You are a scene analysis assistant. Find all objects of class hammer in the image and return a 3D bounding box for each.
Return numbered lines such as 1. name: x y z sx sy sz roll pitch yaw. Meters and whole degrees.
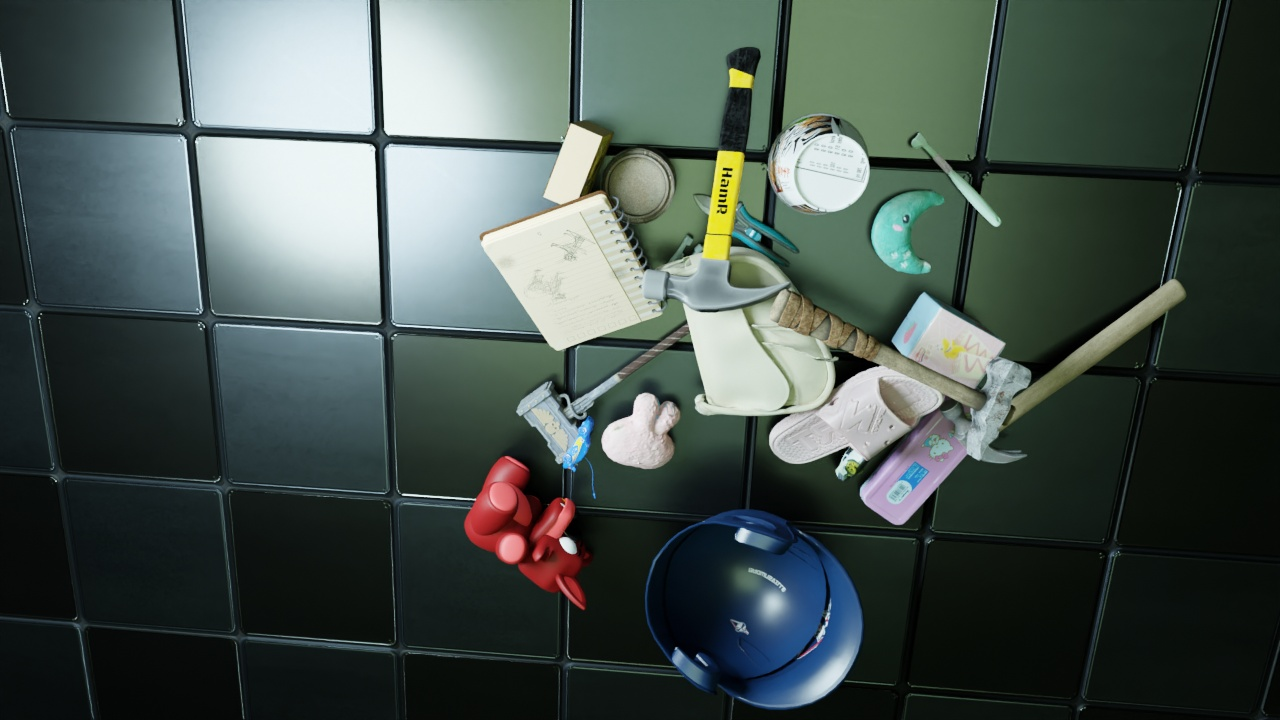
1. hammer: 0.107 -0.214 1.081 0.170 0.034 0.324 7 83 12
2. hammer: 0.542 0.008 1.160 0.331 0.030 0.119 -38 105 4
3. hammer: -0.008 0.008 1.213 0.322 0.044 0.098 -35 101 11
4. hammer: 0.295 0.002 1.063 0.318 0.049 0.121 25 97 -9

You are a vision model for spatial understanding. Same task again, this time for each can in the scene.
1. can: -0.002 -0.216 1.125 0.090 0.074 0.090 1 107 4

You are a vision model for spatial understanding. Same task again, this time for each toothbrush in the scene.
1. toothbrush: 0.389 -0.220 1.125 0.155 0.015 0.022 43 74 -9

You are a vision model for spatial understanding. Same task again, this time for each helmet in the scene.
1. helmet: 0.156 0.318 1.190 0.272 0.223 0.232 28 93 26

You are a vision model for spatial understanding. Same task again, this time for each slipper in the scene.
1. slipper: 0.265 0.082 1.157 0.240 0.064 0.094 -30 120 34

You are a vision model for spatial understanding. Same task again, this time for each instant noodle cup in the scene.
1. instant noodle cup: 0.216 -0.226 1.080 0.123 0.121 0.124 1 107 4

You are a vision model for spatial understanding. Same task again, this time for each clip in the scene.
1. clip: 0.049 -0.124 1.176 0.044 0.023 0.076 35 104 -4

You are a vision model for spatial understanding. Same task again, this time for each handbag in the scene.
1. handbag: 0.135 -0.029 1.129 0.184 0.132 0.229 -17 105 2

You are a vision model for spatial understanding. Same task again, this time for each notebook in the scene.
1. notebook: -0.073 -0.103 1.122 0.167 0.024 0.225 -18 143 9

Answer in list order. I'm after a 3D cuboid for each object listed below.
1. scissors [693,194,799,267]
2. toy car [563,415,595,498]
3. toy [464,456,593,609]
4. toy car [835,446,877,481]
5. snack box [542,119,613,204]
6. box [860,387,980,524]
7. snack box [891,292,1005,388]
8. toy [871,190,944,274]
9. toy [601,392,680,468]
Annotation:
1. scissors: 0.136 -0.172 1.157 0.138 0.019 0.136 -17 102 10
2. toy car: -0.066 0.127 1.203 0.062 0.033 0.092 29 102 0
3. toy: -0.138 0.230 1.226 0.197 0.158 0.120 40 99 -9
4. toy car: 0.299 0.118 1.218 0.106 0.048 0.033 -49 66 16
5. snack box: -0.073 -0.236 1.098 0.040 0.125 0.088 23 107 -3
6. box: 0.383 0.122 1.218 0.076 0.033 0.214 34 106 -8
7. snack box: 0.381 -0.022 1.143 0.095 0.093 0.080 29 106 -5
8. toy: 0.330 -0.161 1.140 0.085 0.033 0.105 6 106 -9
9. toy: 0.006 0.095 1.220 0.108 0.053 0.105 23 106 -29
